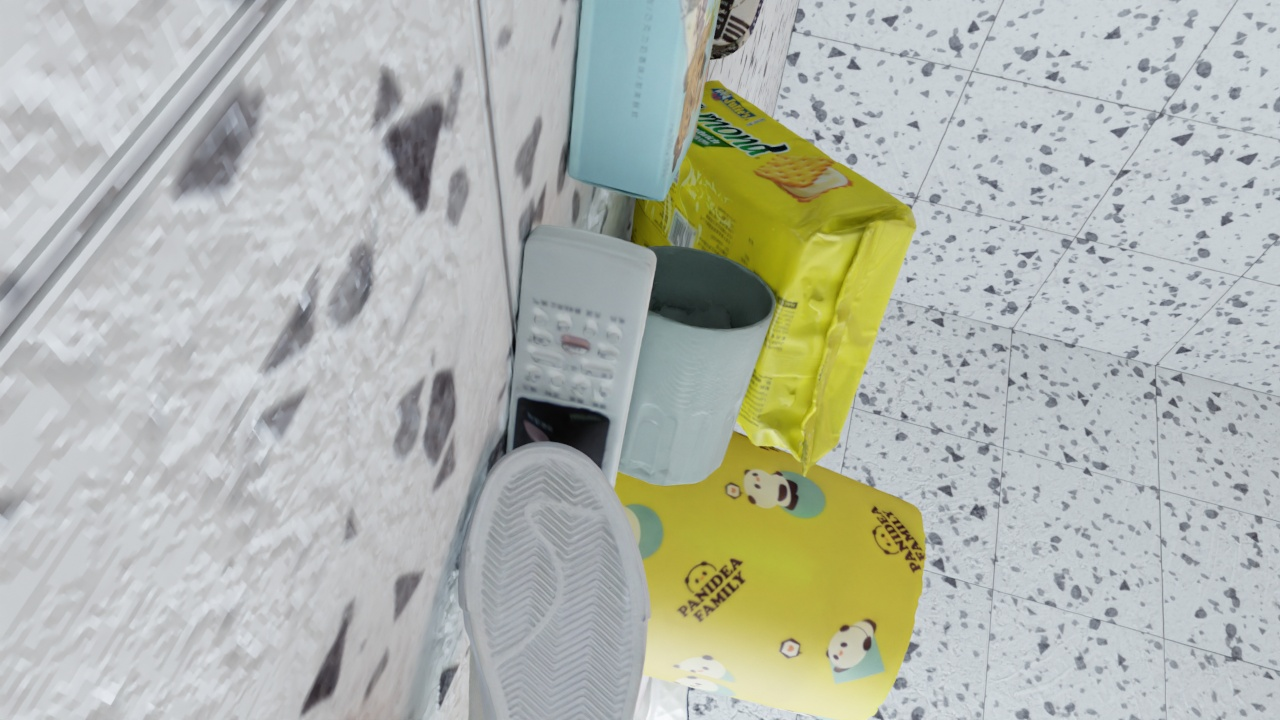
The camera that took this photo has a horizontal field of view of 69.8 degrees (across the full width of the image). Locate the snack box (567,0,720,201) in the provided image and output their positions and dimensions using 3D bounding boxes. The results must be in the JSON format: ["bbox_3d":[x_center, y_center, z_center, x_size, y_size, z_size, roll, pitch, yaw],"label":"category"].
[{"bbox_3d":[0.008,-0.165,0.406,0.074,0.051,0.175,-67,170,-48],"label":"snack box"}]

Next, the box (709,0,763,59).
[{"bbox_3d":[0.054,-0.270,0.570,0.087,0.076,0.163,-163,-95,-76],"label":"box"}]

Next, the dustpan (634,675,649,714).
[{"bbox_3d":[-0.068,0.282,1.013,0.273,0.138,0.223,-116,-150,-54],"label":"dustpan"}]

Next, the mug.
[{"bbox_3d":[0.000,0.003,0.483,0.083,0.123,0.104,-117,-149,-49],"label":"mug"}]

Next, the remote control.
[{"bbox_3d":[-0.032,0.009,0.437,0.021,0.058,0.150,-70,172,-55],"label":"remote control"}]

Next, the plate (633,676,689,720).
[{"bbox_3d":[0.008,0.342,1.076,0.205,0.045,0.205,-179,-89,-73],"label":"plate"}]

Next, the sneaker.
[{"bbox_3d":[-0.044,0.161,0.448,0.091,0.089,0.242,137,-46,-83],"label":"sneaker"}]

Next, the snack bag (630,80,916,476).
[{"bbox_3d":[0.057,-0.066,0.566,0.246,0.068,0.158,52,-40,47],"label":"snack bag"}]

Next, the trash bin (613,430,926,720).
[{"bbox_3d":[0.071,0.163,0.740,0.229,0.255,0.229,25,83,-88],"label":"trash bin"}]
